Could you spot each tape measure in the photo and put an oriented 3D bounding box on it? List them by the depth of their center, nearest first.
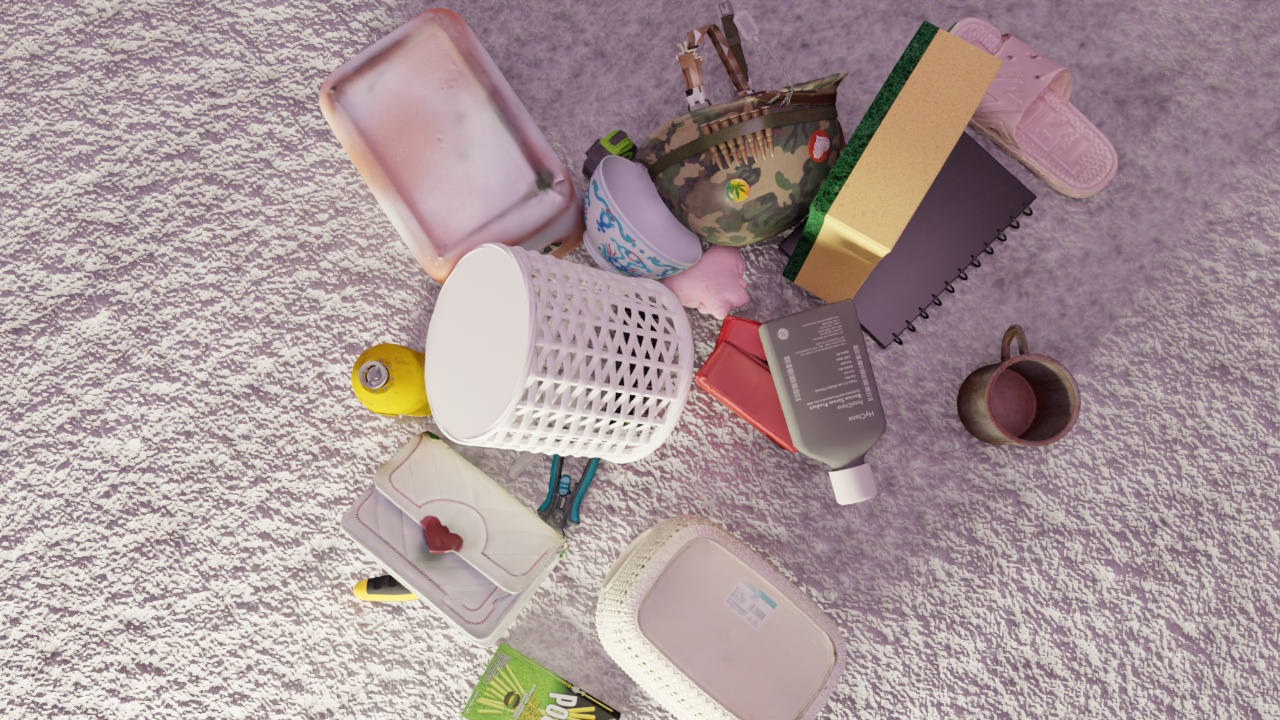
[{"bbox_3d":[-0.036,-0.222,0.999,0.036,0.058,0.065,43,89,10],"label":"tape measure"}]

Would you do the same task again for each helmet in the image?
[{"bbox_3d":[0.101,-0.242,0.926,0.225,0.192,0.236,-32,95,28],"label":"helmet"}]

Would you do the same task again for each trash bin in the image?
[{"bbox_3d":[-0.189,-0.207,0.957,0.181,0.157,0.259,-33,85,0],"label":"trash bin"}]

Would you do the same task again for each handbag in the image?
[{"bbox_3d":[-0.189,0.181,0.944,0.198,0.096,0.141,35,70,11],"label":"handbag"}]

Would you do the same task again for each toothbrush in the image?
[{"bbox_3d":[-0.209,0.239,0.985,0.197,0.031,0.031,-4,128,0],"label":"toothbrush"}]

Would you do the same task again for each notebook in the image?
[{"bbox_3d":[0.291,-0.146,0.996,0.231,0.019,0.169,-45,83,-1],"label":"notebook"}]

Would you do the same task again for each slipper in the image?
[{"bbox_3d":[0.414,-0.272,0.977,0.094,0.064,0.239,-44,86,-1],"label":"slipper"}]

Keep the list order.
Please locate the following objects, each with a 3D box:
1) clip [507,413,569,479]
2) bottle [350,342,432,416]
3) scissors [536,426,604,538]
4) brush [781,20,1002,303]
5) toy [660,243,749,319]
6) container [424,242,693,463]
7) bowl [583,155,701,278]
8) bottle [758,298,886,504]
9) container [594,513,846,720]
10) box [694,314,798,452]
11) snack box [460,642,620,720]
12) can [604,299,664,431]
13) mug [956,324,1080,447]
[{"bbox_3d":[-0.116,0.079,0.993,0.101,0.040,0.054,-40,97,-2],"label":"clip"},{"bbox_3d":[-0.247,0.022,0.936,0.071,0.164,0.071,0,85,3],"label":"bottle"},{"bbox_3d":[-0.083,0.141,0.989,0.130,0.019,0.150,-28,89,6],"label":"scissors"},{"bbox_3d":[0.227,-0.171,0.868,0.075,0.250,0.195,31,83,7],"label":"brush"},{"bbox_3d":[0.078,-0.081,0.978,0.099,0.053,0.096,-33,51,-2],"label":"toy"},{"bbox_3d":[-0.079,-0.003,0.878,0.186,0.190,0.189,10,84,-40],"label":"container"},{"bbox_3d":[-0.012,-0.135,0.963,0.074,0.143,0.144,-40,84,28],"label":"bowl"},{"bbox_3d":[0.170,0.040,0.818,0.084,0.046,0.174,-16,86,2],"label":"bottle"},{"bbox_3d":[0.083,0.270,0.909,0.251,0.143,0.184,39,74,5],"label":"container"},{"bbox_3d":[0.121,0.023,0.923,0.136,0.157,0.117,22,91,6],"label":"box"},{"bbox_3d":[-0.105,0.373,0.968,0.147,0.025,0.080,29,87,5],"label":"snack box"},{"bbox_3d":[-0.006,0.006,0.980,0.054,0.054,0.137,7,85,3],"label":"can"},{"bbox_3d":[0.379,0.027,0.933,0.096,0.110,0.123,1,85,-2],"label":"mug"}]
